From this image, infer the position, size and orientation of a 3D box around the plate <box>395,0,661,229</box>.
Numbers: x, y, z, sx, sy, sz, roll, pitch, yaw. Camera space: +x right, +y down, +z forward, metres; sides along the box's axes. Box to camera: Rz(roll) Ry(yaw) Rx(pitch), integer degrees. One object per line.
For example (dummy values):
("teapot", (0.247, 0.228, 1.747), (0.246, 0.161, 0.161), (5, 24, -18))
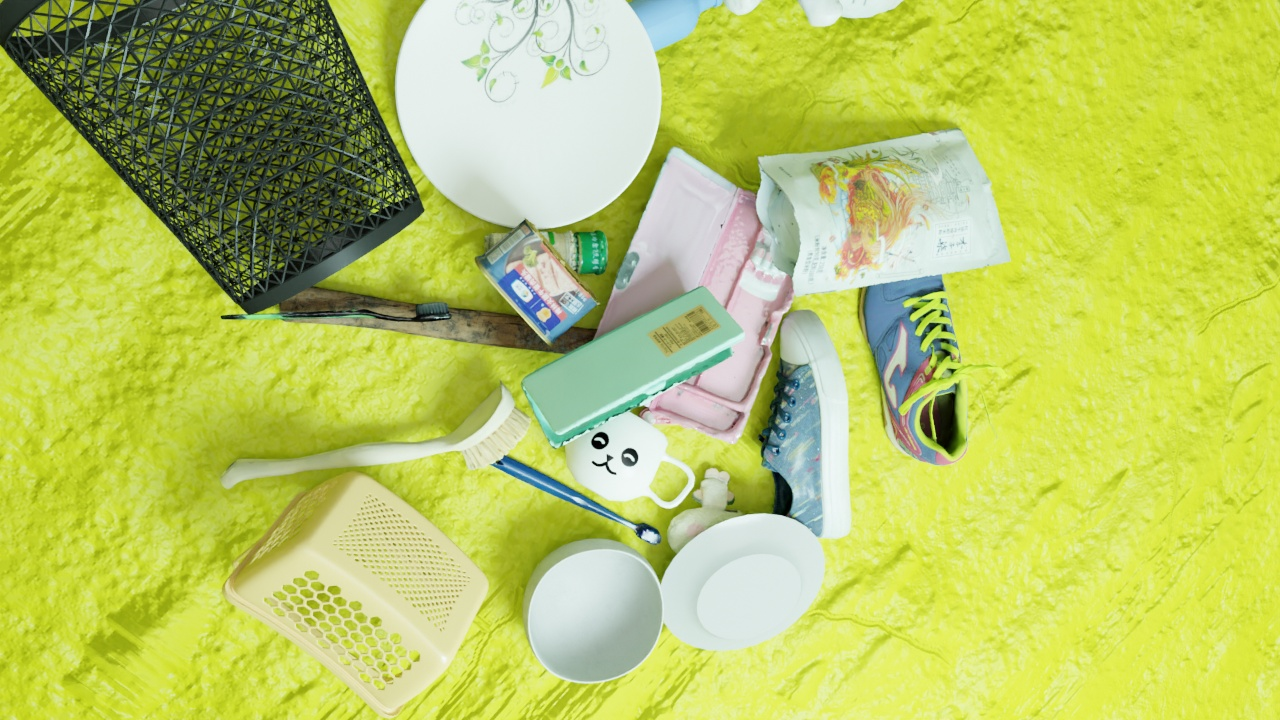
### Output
("plate", (-0.097, -0.232, 0.809), (0.229, 0.030, 0.230), (-1, 108, -3))

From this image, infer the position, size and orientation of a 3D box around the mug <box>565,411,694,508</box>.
("mug", (-0.011, 0.095, 0.847), (0.124, 0.090, 0.076), (30, 80, 2))

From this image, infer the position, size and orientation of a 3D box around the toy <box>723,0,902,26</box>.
("toy", (0.152, -0.367, 0.828), (0.209, 0.086, 0.137), (-14, 98, -27))

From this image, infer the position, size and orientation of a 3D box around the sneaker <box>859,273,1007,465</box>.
("sneaker", (0.292, -0.015, 0.916), (0.116, 0.091, 0.242), (-11, 99, -11))

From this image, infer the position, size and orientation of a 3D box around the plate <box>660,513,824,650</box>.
("plate", (0.105, 0.227, 0.904), (0.172, 0.019, 0.173), (-6, 119, -12))

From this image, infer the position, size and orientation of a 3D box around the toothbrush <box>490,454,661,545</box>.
("toothbrush", (-0.060, 0.134, 0.882), (0.190, 0.017, 0.016), (29, 88, -16))

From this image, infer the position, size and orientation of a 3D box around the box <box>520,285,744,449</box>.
("box", (-0.004, 0.003, 0.779), (0.188, 0.079, 0.077), (-26, 97, -14))

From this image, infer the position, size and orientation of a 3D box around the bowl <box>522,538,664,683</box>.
("bowl", (-0.048, 0.231, 0.872), (0.131, 0.064, 0.132), (-2, 97, -14))

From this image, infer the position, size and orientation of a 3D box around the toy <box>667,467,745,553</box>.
("toy", (0.069, 0.168, 0.906), (0.087, 0.050, 0.112), (6, 108, -16))

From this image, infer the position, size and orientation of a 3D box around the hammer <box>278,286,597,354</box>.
("hammer", (-0.152, -0.039, 0.833), (0.330, 0.033, 0.120), (8, 91, -15))

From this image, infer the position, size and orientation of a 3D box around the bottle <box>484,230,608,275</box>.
("bottle", (-0.086, -0.097, 0.834), (0.110, 0.043, 0.043), (-3, 97, -13))

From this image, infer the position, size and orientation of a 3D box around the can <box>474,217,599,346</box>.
("can", (-0.088, -0.068, 0.792), (0.059, 0.054, 0.100), (-41, 113, 3))

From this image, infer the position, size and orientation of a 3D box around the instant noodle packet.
("instant noodle packet", (0.239, -0.145, 0.872), (0.268, 0.057, 0.147), (-13, 85, -25))

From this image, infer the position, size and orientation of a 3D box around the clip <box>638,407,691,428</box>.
("clip", (0.026, 0.054, 0.895), (0.057, 0.035, 0.022), (2, 99, -9))

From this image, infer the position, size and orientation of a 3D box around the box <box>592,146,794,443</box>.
("box", (0.055, -0.058, 0.861), (0.180, 0.055, 0.232), (25, 85, -17))

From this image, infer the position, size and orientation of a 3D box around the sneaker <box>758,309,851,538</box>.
("sneaker", (0.154, 0.069, 0.898), (0.079, 0.087, 0.235), (-10, 102, -8))

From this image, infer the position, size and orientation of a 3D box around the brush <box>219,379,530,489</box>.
("brush", (-0.232, 0.078, 0.816), (0.272, 0.062, 0.077), (-12, 95, -9))

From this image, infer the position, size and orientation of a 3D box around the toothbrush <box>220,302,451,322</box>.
("toothbrush", (-0.257, -0.041, 0.784), (0.188, 0.014, 0.017), (-1, 79, -14))

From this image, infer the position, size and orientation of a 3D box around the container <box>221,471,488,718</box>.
("container", (-0.248, 0.203, 0.794), (0.183, 0.128, 0.167), (44, 126, -15))

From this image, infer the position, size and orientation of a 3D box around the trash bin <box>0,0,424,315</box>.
("trash bin", (-0.298, -0.181, 0.692), (0.216, 0.217, 0.243), (-33, 110, -9))

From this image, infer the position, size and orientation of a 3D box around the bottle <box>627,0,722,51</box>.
("bottle", (0.021, -0.311, 0.832), (0.131, 0.048, 0.048), (-28, 103, -10))
